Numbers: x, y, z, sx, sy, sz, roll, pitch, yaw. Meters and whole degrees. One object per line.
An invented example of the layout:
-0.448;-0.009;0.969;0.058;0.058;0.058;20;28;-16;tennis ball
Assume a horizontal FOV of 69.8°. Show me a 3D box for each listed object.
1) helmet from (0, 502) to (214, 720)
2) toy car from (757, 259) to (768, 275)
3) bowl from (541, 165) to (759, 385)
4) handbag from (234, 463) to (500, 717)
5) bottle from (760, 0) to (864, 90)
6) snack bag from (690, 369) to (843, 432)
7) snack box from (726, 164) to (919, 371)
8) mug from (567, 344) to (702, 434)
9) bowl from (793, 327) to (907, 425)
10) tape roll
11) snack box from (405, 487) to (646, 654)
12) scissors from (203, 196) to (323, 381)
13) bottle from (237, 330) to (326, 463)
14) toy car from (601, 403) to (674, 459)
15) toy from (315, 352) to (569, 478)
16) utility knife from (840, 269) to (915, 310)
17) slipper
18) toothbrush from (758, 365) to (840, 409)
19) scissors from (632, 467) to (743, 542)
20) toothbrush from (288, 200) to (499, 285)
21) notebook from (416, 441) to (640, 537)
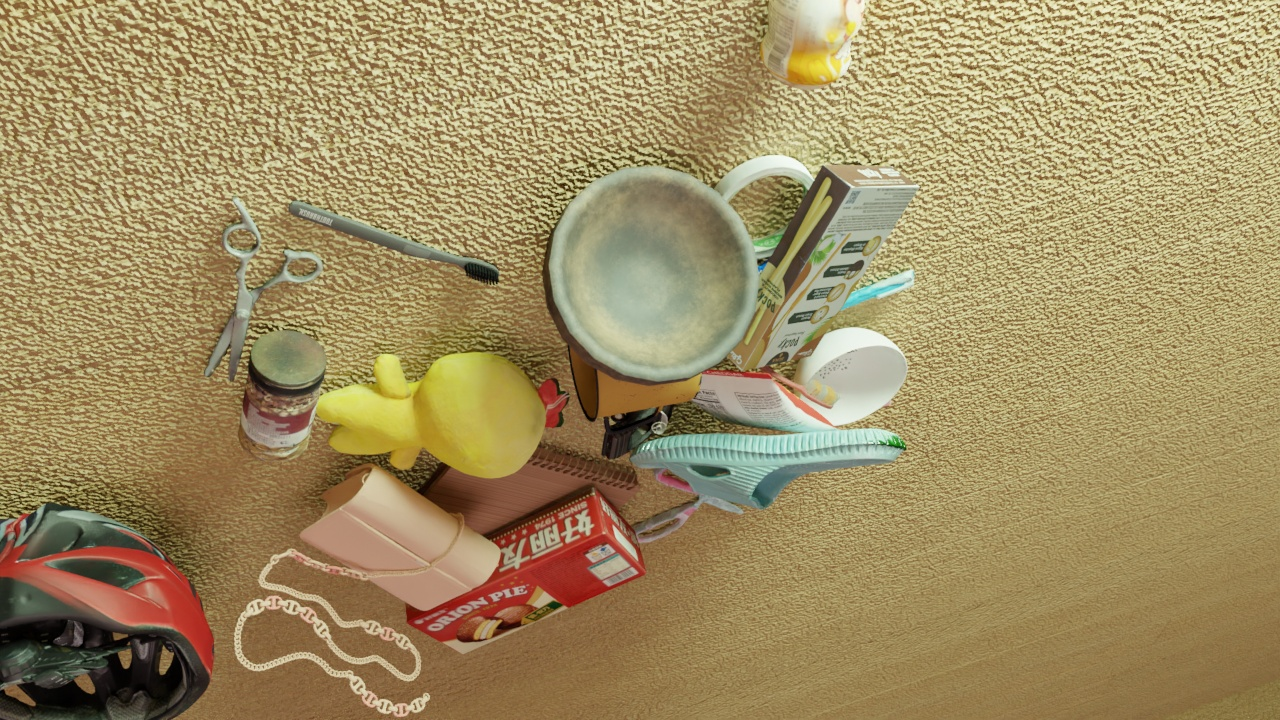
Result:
-0.493;0.243;0.799;0.217;0.166;0.273;-12;138;-10;helmet
0.074;-0.079;0.793;0.092;0.033;0.062;-38;95;-7;toy car
0.003;-0.059;0.696;0.162;0.162;0.070;-5;175;-16;bowl
-0.224;0.213;0.829;0.117;0.186;0.198;-27;124;38;handbag
0.117;-0.238;0.607;0.063;0.063;0.109;-7;136;-15;bottle
0.105;0.040;0.873;0.131;0.039;0.144;4;159;44;snack bag
0.149;-0.077;0.779;0.100;0.031;0.186;-10;138;-43;snack box
-0.005;0.005;0.783;0.094;0.100;0.124;-10;117;-15;mug
0.201;0.009;0.910;0.114;0.050;0.115;-11;138;-10;bowl
0.101;-0.125;0.754;0.093;0.018;0.094;-11;137;-10;tape roll
-0.123;0.229;0.980;0.236;0.060;0.113;-26;139;9;snack box
-0.302;-0.048;0.681;0.160;0.014;0.120;-34;138;11;scissors
-0.287;0.031;0.732;0.056;0.056;0.105;5;137;-26;bottle
0.000;0.061;0.878;0.092;0.037;0.040;-34;149;-37;toy car
-0.168;0.050;0.786;0.208;0.092;0.134;3;139;4;toy
0.187;-0.053;0.866;0.149;0.015;0.022;-20;161;1;utility knife
0.115;0.105;0.882;0.277;0.069;0.116;-5;164;24;slipper
0.105;-0.001;0.845;0.184;0.015;0.016;27;123;-14;toothbrush
0.054;0.163;1.048;0.175;0.013;0.170;-42;137;21;scissors
-0.180;-0.087;0.689;0.167;0.013;0.013;18;126;-32;toothbrush
-0.122;0.146;0.952;0.210;0.022;0.169;21;125;-37;notebook
